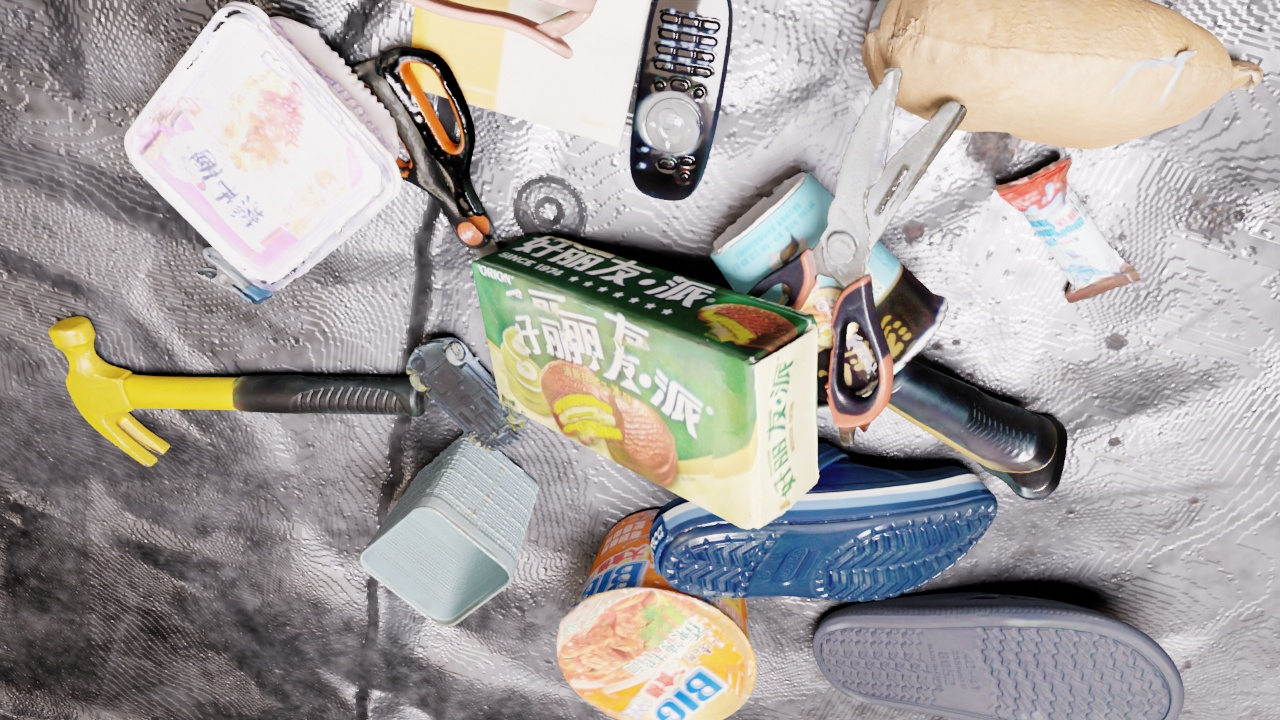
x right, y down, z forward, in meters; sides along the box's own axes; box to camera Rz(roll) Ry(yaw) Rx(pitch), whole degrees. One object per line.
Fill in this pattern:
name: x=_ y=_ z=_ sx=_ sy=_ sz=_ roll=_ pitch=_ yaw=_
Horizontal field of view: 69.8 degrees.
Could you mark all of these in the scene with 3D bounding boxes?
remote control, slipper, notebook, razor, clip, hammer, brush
remote control: x=0.024 y=-0.164 z=0.560 sx=0.053 sy=0.024 sz=0.137 roll=11 pitch=123 yaw=2
slipper: x=0.271 y=0.222 z=0.722 sx=0.269 sy=0.083 sz=0.111 roll=-6 pitch=109 yaw=33
notebook: x=-0.059 y=-0.242 z=0.537 sx=0.146 sy=0.010 sz=0.207 roll=17 pitch=122 yaw=2
razor: x=0.215 y=0.040 z=0.613 sx=0.167 sy=0.062 sz=0.068 roll=25 pitch=163 yaw=-22
clip: x=-0.302 y=-0.059 z=0.681 sx=0.057 sy=0.024 sz=0.028 roll=30 pitch=117 yaw=-4
hammer: x=-0.315 y=0.027 z=0.729 sx=0.301 sy=0.032 sz=0.129 roll=0 pitch=121 yaw=10
brush: x=-0.093 y=-0.225 z=0.511 sx=0.145 sy=0.063 sz=0.073 roll=24 pitch=118 yaw=-4
slipper: x=0.126 y=0.114 z=0.664 sx=0.252 sy=0.095 sz=0.105 roll=-3 pitch=136 yaw=-13

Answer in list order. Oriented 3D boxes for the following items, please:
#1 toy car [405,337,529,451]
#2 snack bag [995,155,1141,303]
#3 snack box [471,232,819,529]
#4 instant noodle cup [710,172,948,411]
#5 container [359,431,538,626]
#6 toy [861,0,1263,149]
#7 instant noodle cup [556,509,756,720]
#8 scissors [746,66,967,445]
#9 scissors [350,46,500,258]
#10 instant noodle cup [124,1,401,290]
toy car: x=-0.129 y=0.024 z=0.694 sx=0.049 sy=0.031 sz=0.105 roll=-33 pitch=111 yaw=24
snack bag: x=0.265 y=-0.079 z=0.568 sx=0.048 sy=0.026 sz=0.104 roll=-24 pitch=113 yaw=35
snack box: x=-0.003 y=0.003 z=0.572 sx=0.240 sy=0.063 sz=0.115 roll=23 pitch=131 yaw=40
instant noodle cup: x=0.109 y=-0.047 z=0.573 sx=0.111 sy=0.111 sz=0.120 roll=-38 pitch=100 yaw=27
container: x=-0.140 y=0.125 z=0.709 sx=0.090 sy=0.111 sz=0.090 roll=43 pitch=118 yaw=-15
toy: x=0.227 y=-0.148 z=0.468 sx=0.226 sy=0.143 sz=0.083 roll=9 pitch=110 yaw=-8
instant noodle cup: x=0.018 y=0.197 z=0.723 sx=0.151 sy=0.111 sz=0.152 roll=4 pitch=121 yaw=7
scissors: x=0.111 y=-0.042 z=0.498 sx=0.197 sy=0.015 sz=0.214 roll=-12 pitch=108 yaw=42
scissors: x=-0.108 y=-0.102 z=0.617 sx=0.125 sy=0.021 sz=0.235 roll=-31 pitch=111 yaw=36
instant noodle cup: x=-0.230 y=-0.136 z=0.586 sx=0.174 sy=0.060 sz=0.138 roll=-25 pitch=114 yaw=38
